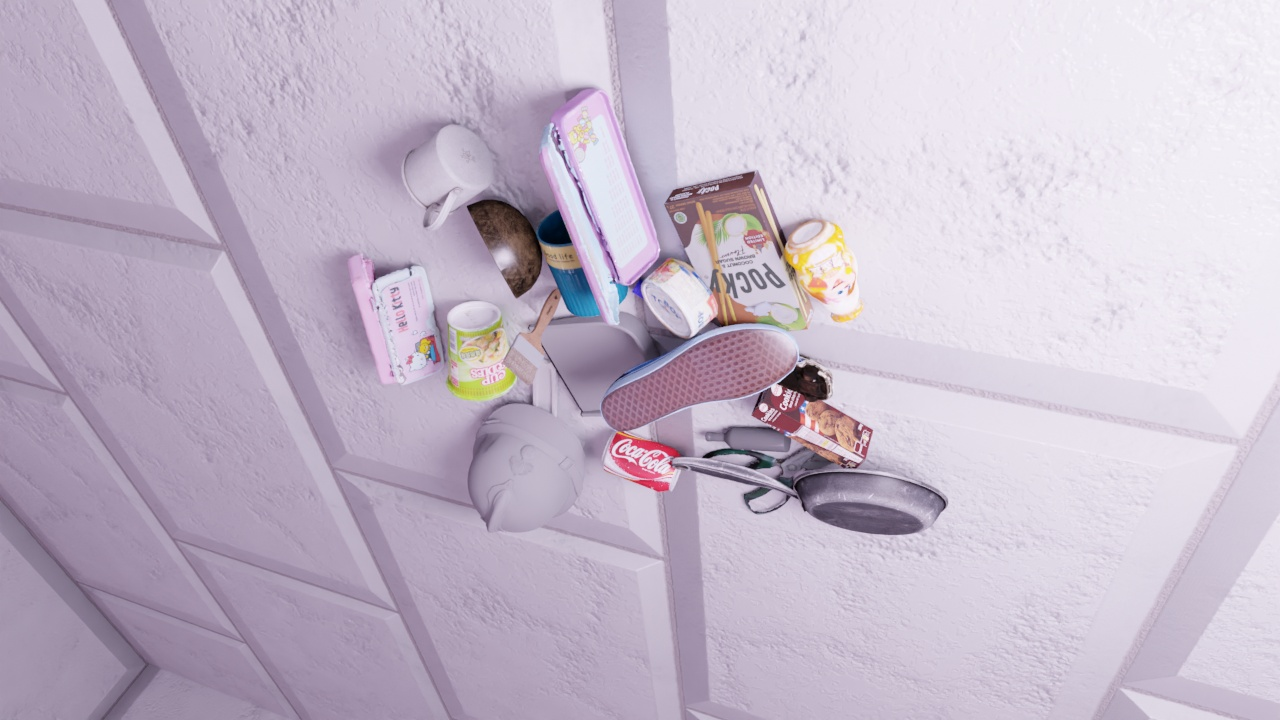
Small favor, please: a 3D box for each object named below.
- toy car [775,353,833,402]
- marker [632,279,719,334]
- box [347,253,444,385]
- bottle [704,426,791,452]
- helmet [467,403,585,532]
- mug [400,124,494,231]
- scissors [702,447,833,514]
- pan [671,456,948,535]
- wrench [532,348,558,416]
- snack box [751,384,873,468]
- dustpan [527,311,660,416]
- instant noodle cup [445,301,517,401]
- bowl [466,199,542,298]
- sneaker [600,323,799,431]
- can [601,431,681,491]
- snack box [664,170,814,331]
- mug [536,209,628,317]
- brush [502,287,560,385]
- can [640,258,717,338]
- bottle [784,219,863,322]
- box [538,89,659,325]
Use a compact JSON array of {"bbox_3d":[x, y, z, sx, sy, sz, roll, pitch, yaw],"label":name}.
[{"bbox_3d":[0.178,0.010,1.081,0.113,0.040,0.048,24,142,33],"label":"toy car"},{"bbox_3d":[0.055,-0.053,1.096,0.141,0.020,0.020,31,139,-4],"label":"marker"},{"bbox_3d":[-0.337,-0.059,1.288,0.102,0.087,0.202,-13,137,-13],"label":"box"},{"bbox_3d":[0.138,0.102,1.196,0.113,0.030,0.030,1,131,28],"label":"bottle"},{"bbox_3d":[-0.191,0.191,1.368,0.183,0.117,0.272,29,136,3],"label":"helmet"},{"bbox_3d":[-0.217,-0.202,1.030,0.071,0.113,0.084,-23,147,39],"label":"mug"},{"bbox_3d":[0.166,0.137,1.228,0.146,0.015,0.210,36,139,-5],"label":"scissors"},{"bbox_3d":[0.205,0.167,1.174,0.357,0.055,0.187,3,156,21],"label":"pan"},{"bbox_3d":[-0.149,0.075,1.338,0.087,0.018,0.274,19,136,14],"label":"wrench"},{"bbox_3d":[0.209,0.076,1.115,0.141,0.050,0.032,30,139,-1],"label":"snack box"},{"bbox_3d":[-0.007,0.007,1.176,0.258,0.033,0.163,-8,127,29],"label":"dustpan"},{"bbox_3d":[-0.218,-0.016,1.233,0.099,0.098,0.108,14,129,17],"label":"instant noodle cup"},{"bbox_3d":[-0.149,-0.139,1.073,0.056,0.121,0.121,-28,123,-3],"label":"bowl"},{"bbox_3d":[0.068,0.008,1.074,0.242,0.098,0.083,-21,103,18],"label":"sneaker"},{"bbox_3d":[0.003,0.141,1.283,0.105,0.064,0.064,20,138,10],"label":"can"},{"bbox_3d":[0.110,-0.110,1.000,0.101,0.031,0.186,-6,128,33],"label":"snack box"},{"bbox_3d":[-0.073,-0.121,1.065,0.114,0.083,0.107,31,152,43],"label":"mug"},{"bbox_3d":[-0.125,-0.038,1.116,0.008,0.142,0.045,-19,129,41],"label":"brush"},{"bbox_3d":[0.043,-0.070,1.040,0.086,0.043,0.086,43,163,17],"label":"can"},{"bbox_3d":[0.195,-0.090,0.950,0.063,0.062,0.109,-11,125,36],"label":"bottle"},{"bbox_3d":[-0.045,-0.157,0.952,0.049,0.149,0.214,-1,130,25],"label":"box"}]
